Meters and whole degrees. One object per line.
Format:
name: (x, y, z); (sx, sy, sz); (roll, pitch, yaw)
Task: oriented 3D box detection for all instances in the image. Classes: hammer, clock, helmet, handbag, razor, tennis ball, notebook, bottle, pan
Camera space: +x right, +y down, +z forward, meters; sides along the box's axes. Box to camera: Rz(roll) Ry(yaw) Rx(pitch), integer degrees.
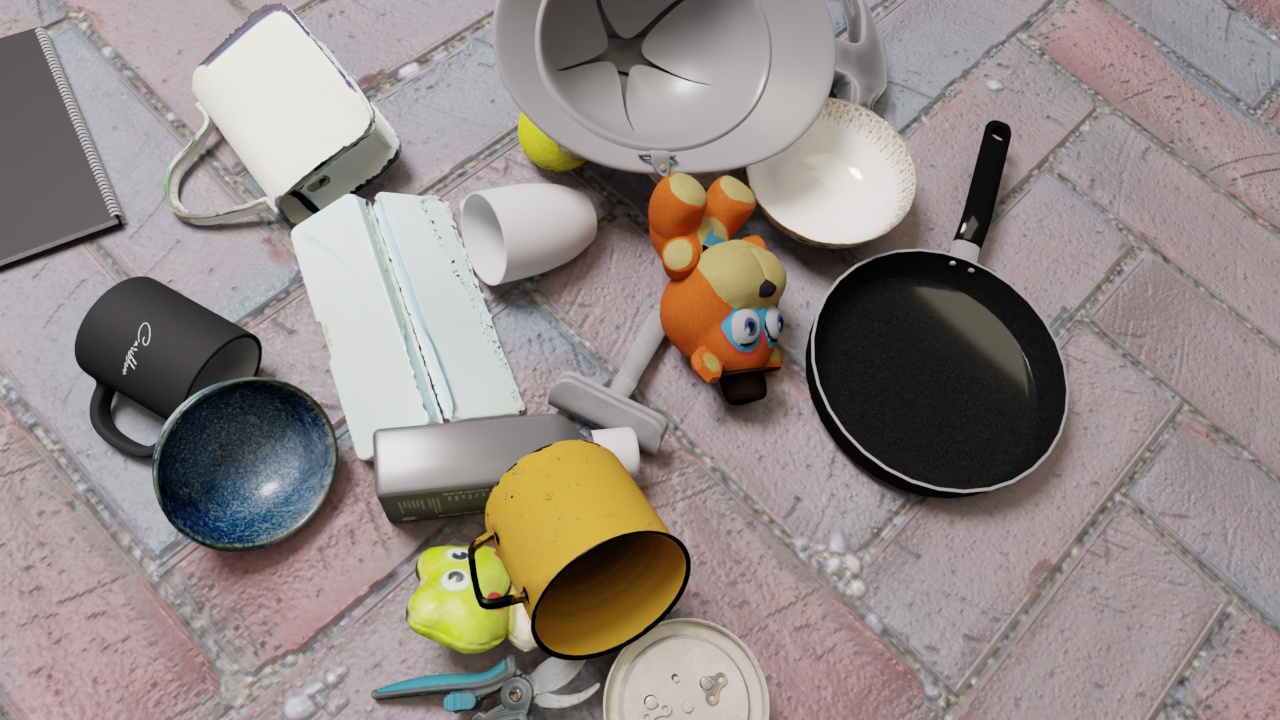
hammer: (0.073, -0.300, 0.796); (0.324, 0.034, 0.169); (15, 68, -17)
clock: (0.017, 0.202, 0.596); (0.103, 0.061, 0.156); (-21, 78, -13)
helmet: (0.008, -0.240, 0.715); (0.270, 0.118, 0.183); (-1, 105, -22)
handbag: (-0.297, -0.171, 0.727); (0.176, 0.074, 0.151); (-40, 74, -2)
razor: (-0.004, 0.004, 0.695); (0.088, 0.047, 0.116); (26, 57, 5)
tennis ball: (-0.068, -0.189, 0.756); (0.065, 0.065, 0.065); (3, 66, -6)
notebook: (-0.510, -0.161, 0.714); (0.148, 0.016, 0.206); (-26, 72, -16)
bottle: (-0.088, 0.072, 0.627); (0.173, 0.084, 0.046); (-5, 69, -11)
pan: (0.254, -0.054, 0.750); (0.204, 0.044, 0.354); (21, 65, 2)

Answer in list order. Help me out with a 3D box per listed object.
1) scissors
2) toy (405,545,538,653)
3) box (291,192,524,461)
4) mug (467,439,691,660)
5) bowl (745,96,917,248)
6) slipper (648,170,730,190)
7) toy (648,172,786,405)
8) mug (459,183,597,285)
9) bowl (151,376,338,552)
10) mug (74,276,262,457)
scissors: (-0.106, 0.221, 0.576); (0.156, 0.019, 0.124); (18, 76, 18)
toy: (-0.090, 0.156, 0.597); (0.117, 0.043, 0.092); (13, 20, -10)
box: (-0.177, -0.031, 0.687); (0.126, 0.074, 0.197); (-10, 69, -33)
mug: (-0.046, 0.113, 0.556); (0.123, 0.101, 0.094); (-9, 37, -26)
bowl: (0.151, -0.144, 0.766); (0.145, 0.063, 0.145); (2, 66, -5)
slipper: (0.021, -0.271, 0.811); (0.114, 0.054, 0.272); (-8, 76, -15)
toy: (0.059, -0.053, 0.693); (0.112, 0.096, 0.176); (-11, 95, -46)
mug: (-0.093, -0.111, 0.724); (0.089, 0.071, 0.107); (-18, 39, -33)
bowl: (-0.268, 0.063, 0.611); (0.114, 0.061, 0.114); (-8, 104, -38)
mug: (-0.332, 0.011, 0.633); (0.088, 0.078, 0.113); (28, 91, 5)
